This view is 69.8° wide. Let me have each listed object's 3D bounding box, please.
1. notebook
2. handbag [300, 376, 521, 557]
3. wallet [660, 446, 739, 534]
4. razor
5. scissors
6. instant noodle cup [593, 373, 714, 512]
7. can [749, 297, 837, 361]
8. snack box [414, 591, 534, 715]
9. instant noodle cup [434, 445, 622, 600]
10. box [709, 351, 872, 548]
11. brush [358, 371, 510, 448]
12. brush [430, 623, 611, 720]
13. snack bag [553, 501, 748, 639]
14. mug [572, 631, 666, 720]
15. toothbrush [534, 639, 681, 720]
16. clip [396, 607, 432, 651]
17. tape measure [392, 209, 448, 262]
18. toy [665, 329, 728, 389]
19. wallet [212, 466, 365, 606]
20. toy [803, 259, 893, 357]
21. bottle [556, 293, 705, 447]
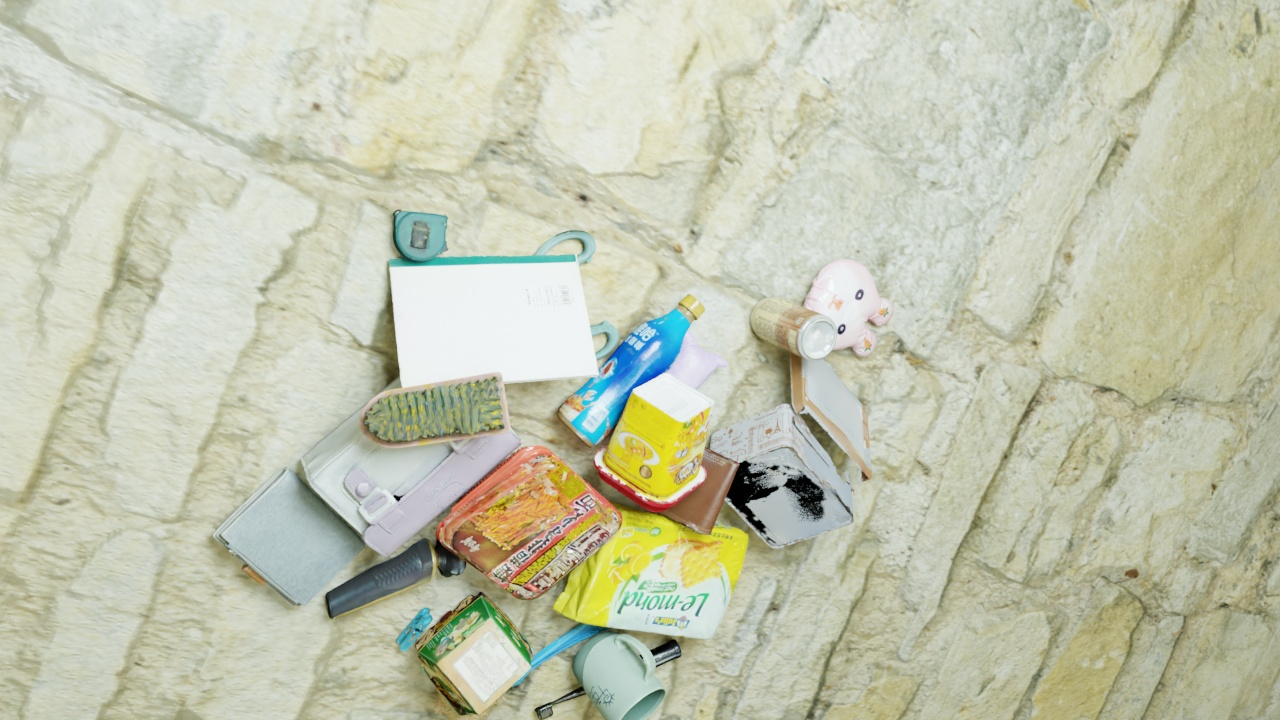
[{"bbox_3d":[-0.157,-0.045,0.982,0.209,0.012,0.150,-4,69,-20],"label":"notebook"},{"bbox_3d":[-0.245,0.103,1.003,0.197,0.098,0.145,-41,124,-9],"label":"handbag"},{"bbox_3d":[0.052,0.149,1.148,0.032,0.125,0.101,6,106,-65],"label":"wallet"},{"bbox_3d":[-0.282,0.251,1.057,0.167,0.062,0.068,-24,146,-12],"label":"razor"},{"bbox_3d":[-0.092,-0.075,1.062,0.170,0.019,0.181,10,102,-27],"label":"scissors"},{"bbox_3d":[0.023,0.092,1.072,0.116,0.116,0.124,-26,141,-50],"label":"instant noodle cup"},{"bbox_3d":[0.191,-0.041,1.151,0.058,0.116,0.058,-8,110,-24],"label":"can"},{"bbox_3d":[-0.189,0.350,1.073,0.118,0.106,0.117,-40,98,-18],"label":"snack box"},{"bbox_3d":[-0.132,0.179,1.068,0.164,0.079,0.189,-39,129,3],"label":"instant noodle cup"},{"bbox_3d":[0.196,0.114,1.227,0.158,0.197,0.181,-26,125,30],"label":"box"},{"bbox_3d":[-0.206,0.053,0.917,0.145,0.073,0.063,-9,90,-9],"label":"brush"},{"bbox_3d":[-0.145,0.388,1.173,0.254,0.046,0.083,-24,111,-22],"label":"brush"},{"bbox_3d":[0.021,0.270,1.195,0.246,0.068,0.158,17,97,-29],"label":"snack bag"},{"bbox_3d":[-0.025,0.400,1.175,0.082,0.106,0.112,-2,128,-46],"label":"mug"},{"bbox_3d":[-0.042,0.431,1.238,0.212,0.026,0.027,-19,92,-19],"label":"toothbrush"},{"bbox_3d":[-0.270,0.322,1.097,0.057,0.045,0.014,-50,122,-2],"label":"clip"},{"bbox_3d":[-0.231,-0.131,0.966,0.058,0.025,0.054,2,87,-26],"label":"tape measure"},{"bbox_3d":[0.048,0.019,1.146,0.084,0.039,0.108,40,91,-16],"label":"toy"},{"bbox_3d":[-0.381,0.195,0.996,0.106,0.037,0.130,-46,121,-19],"label":"wallet"},{"bbox_3d":[0.281,-0.066,1.227,0.159,0.054,0.121,22,96,-37],"label":"toy"},{"bbox_3d":[-0.007,0.006,1.102,0.218,0.065,0.065,-47,119,-7],"label":"bottle"}]
